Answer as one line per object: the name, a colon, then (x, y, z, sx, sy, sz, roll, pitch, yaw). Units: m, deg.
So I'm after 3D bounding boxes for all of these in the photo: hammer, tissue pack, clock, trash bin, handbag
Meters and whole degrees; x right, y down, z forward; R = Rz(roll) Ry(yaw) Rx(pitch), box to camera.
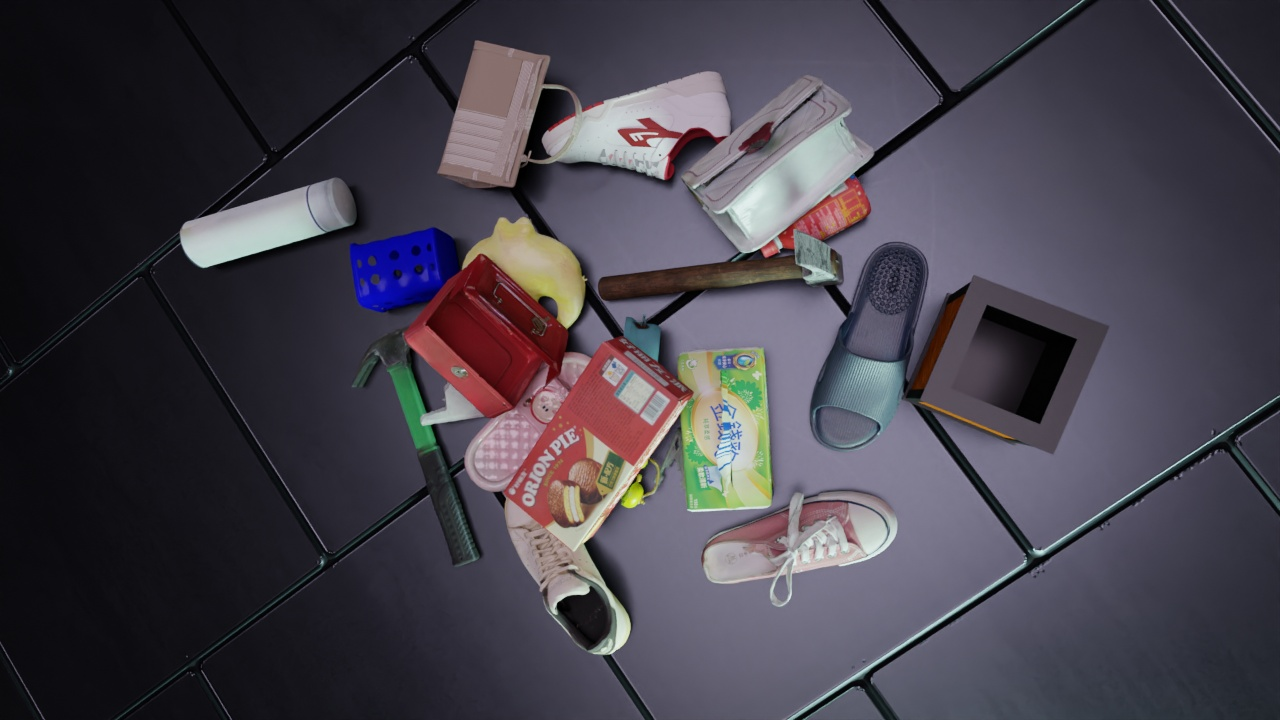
hammer: (0.074, -0.103, 1.077, 0.301, 0.217, 0.037, -5, 87, 22)
tissue pack: (0.099, 0.081, 1.080, 0.120, 0.141, 0.197, -10, 86, 10)
clock: (-0.007, 0.007, 1.130, 0.053, 0.090, 0.124, 6, 89, 0)
hammer: (-0.281, 0.115, 1.205, 0.130, 0.032, 0.318, -21, 85, 8)
trash bin: (0.393, 0.007, 1.014, 0.140, 0.171, 0.140, 23, 92, 10)
handbag: (0.155, -0.241, 1.088, 0.198, 0.096, 0.142, -39, 40, 7)
clock: (-0.035, 0.140, 1.145, 0.119, 0.057, 0.083, 8, 90, 12)
handbag: (-0.149, -0.298, 1.136, 0.198, 0.062, 0.175, 17, 92, 39)

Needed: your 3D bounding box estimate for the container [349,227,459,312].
container: (-0.301, -0.117, 1.188, 0.114, 0.084, 0.085, -11, 85, 8)

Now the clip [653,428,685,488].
clip: (0.044, 0.121, 1.150, 0.061, 0.023, 0.076, 11, 92, 9)

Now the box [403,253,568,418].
box: (-0.184, -0.029, 1.116, 0.127, 0.136, 0.157, -38, 109, 24)

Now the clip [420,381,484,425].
clip: (-0.236, 0.050, 1.186, 0.101, 0.044, 0.054, -7, 98, -17)

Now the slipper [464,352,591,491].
slipper: (-0.135, 0.076, 1.165, 0.221, 0.055, 0.107, -43, 80, 4)

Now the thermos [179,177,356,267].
thermos: (-0.499, -0.184, 1.235, 0.230, 0.068, 0.068, -13, 86, 9)

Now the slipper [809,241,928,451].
slipper: (0.277, -0.015, 1.083, 0.101, 0.082, 0.263, 19, 91, 8)

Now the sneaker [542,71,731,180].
sneaker: (-0.001, -0.272, 1.144, 0.237, 0.090, 0.104, -15, 92, 6)

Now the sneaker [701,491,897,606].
sneaker: (0.185, 0.217, 1.088, 0.241, 0.087, 0.118, -17, 85, 10)

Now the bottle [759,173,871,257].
bottle: (0.205, -0.170, 1.110, 0.138, 0.062, 0.062, -28, 84, 9)

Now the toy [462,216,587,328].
toy: (-0.151, -0.107, 1.170, 0.171, 0.064, 0.155, 0, 108, 13)

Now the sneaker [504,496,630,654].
sneaker: (-0.101, 0.261, 1.131, 0.089, 0.102, 0.241, -35, 82, 7)

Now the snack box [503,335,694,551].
snack box: (-0.051, 0.098, 1.074, 0.113, 0.060, 0.237, 38, 109, 10)
